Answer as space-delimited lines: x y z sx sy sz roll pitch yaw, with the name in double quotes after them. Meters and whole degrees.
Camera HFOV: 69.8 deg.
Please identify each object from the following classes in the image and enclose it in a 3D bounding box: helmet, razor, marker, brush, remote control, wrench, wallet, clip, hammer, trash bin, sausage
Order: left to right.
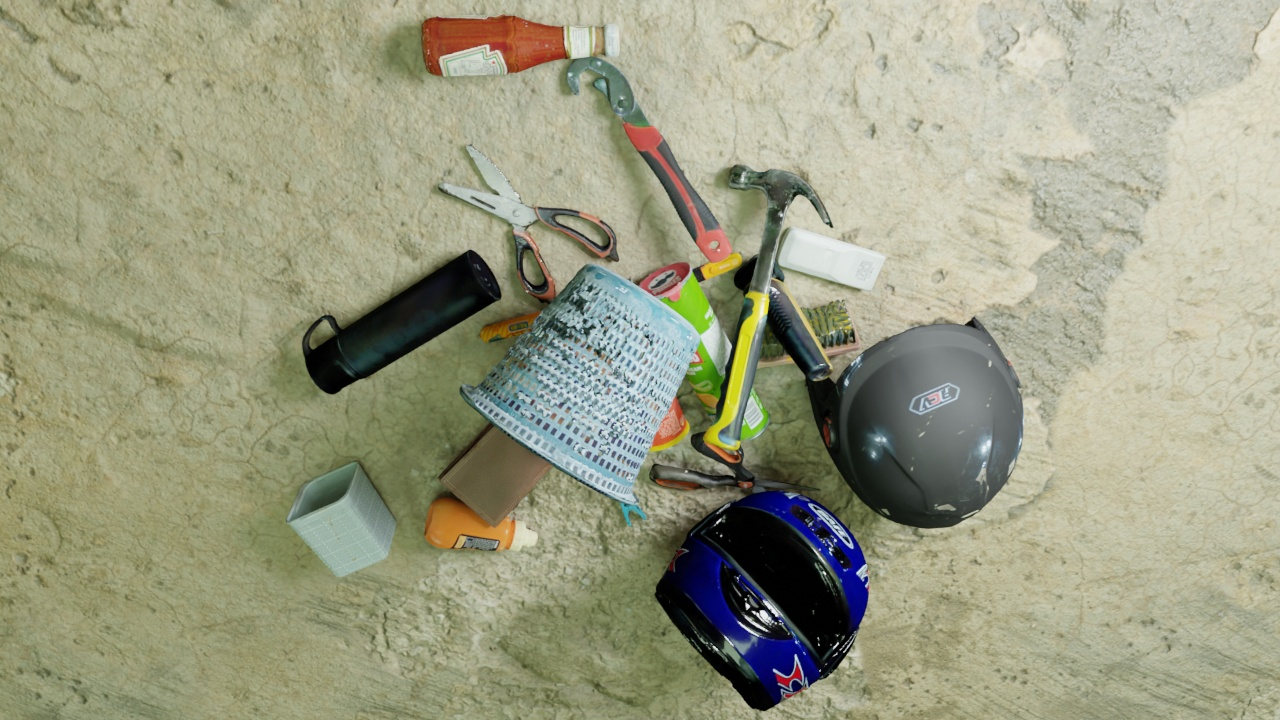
-0.184 0.142 1.187 0.124 0.032 0.101 -47 108 -5 "wallet"
-0.130 -0.045 1.096 0.165 0.021 0.021 -13 117 29 "sausage"
-0.046 0.014 0.984 0.226 0.226 0.195 34 88 -17 "trash bin"
-0.016 0.200 1.247 0.038 0.013 0.055 -26 113 8 "clip"
0.016 -0.224 1.023 0.056 0.016 0.273 -36 99 11 "wrench"
0.064 -0.101 1.112 0.124 0.015 0.018 -21 108 9 "marker"
0.132 -0.055 1.049 0.126 0.031 0.323 15 97 25 "hammer"
0.164 0.280 1.142 0.240 0.316 0.247 -43 73 -12 "helmet"
0.173 -0.049 1.079 0.062 0.067 0.167 -45 65 37 "razor"
0.193 -0.023 1.132 0.146 0.063 0.073 -13 144 4 "brush"
0.228 -0.122 1.107 0.125 0.024 0.049 14 113 -10 "remote control"
0.335 0.072 1.090 0.233 0.230 0.275 -20 153 6 "helmet"

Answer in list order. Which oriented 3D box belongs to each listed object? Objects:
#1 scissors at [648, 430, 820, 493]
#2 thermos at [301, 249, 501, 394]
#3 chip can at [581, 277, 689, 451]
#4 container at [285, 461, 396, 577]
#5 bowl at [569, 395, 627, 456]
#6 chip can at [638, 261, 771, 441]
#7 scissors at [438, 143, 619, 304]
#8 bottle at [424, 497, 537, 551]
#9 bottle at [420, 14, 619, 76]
0.120 0.151 1.193 0.221 0.021 0.229 -3 144 13 "scissors"
-0.290 -0.051 1.087 0.243 0.068 0.090 -29 109 10 "thermos"
-0.007 0.007 1.126 0.073 0.073 0.217 -19 114 6 "chip can"
-0.383 0.210 1.192 0.090 0.090 0.111 -23 117 8 "container"
-0.070 0.076 1.131 0.113 0.062 0.114 19 132 23 "bowl"
0.081 -0.005 1.118 0.072 0.072 0.236 -27 117 9 "chip can"
-0.127 -0.157 1.076 0.189 0.015 0.226 -11 115 2 "scissors"
-0.209 0.226 1.224 0.149 0.066 0.067 15 113 -18 "bottle"
-0.126 -0.336 0.972 0.206 0.059 0.060 -4 115 -4 "bottle"
